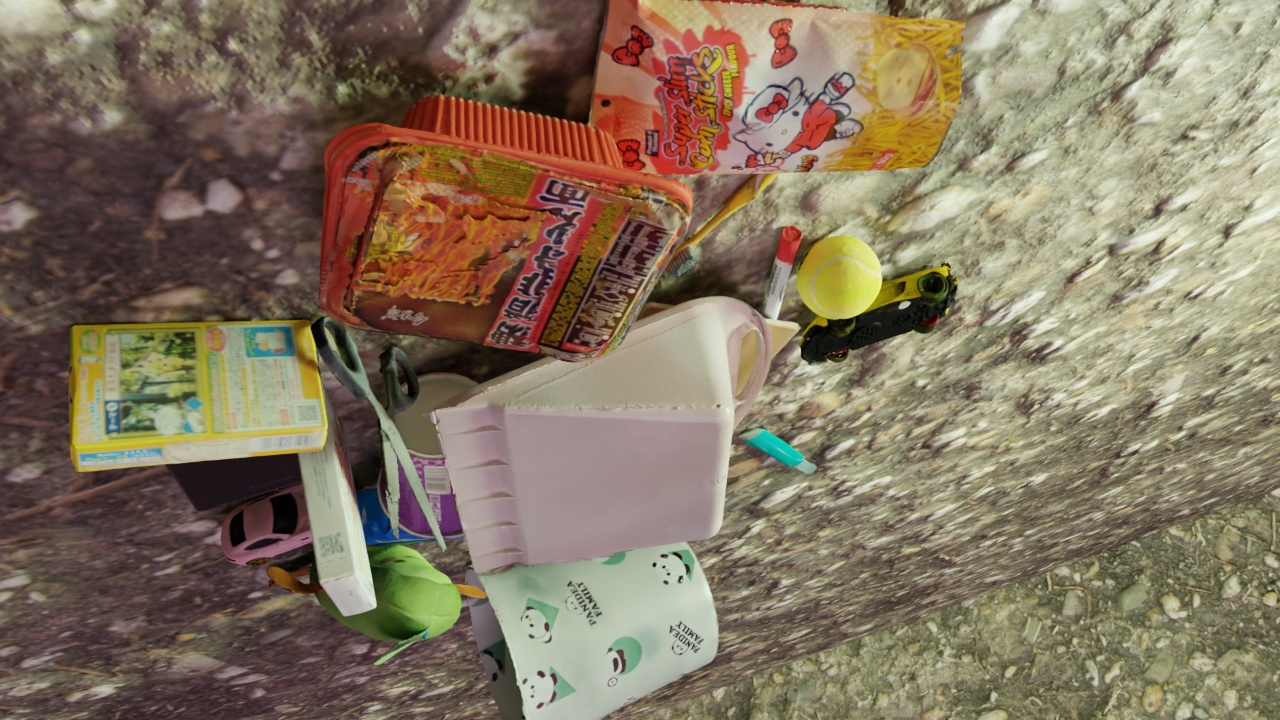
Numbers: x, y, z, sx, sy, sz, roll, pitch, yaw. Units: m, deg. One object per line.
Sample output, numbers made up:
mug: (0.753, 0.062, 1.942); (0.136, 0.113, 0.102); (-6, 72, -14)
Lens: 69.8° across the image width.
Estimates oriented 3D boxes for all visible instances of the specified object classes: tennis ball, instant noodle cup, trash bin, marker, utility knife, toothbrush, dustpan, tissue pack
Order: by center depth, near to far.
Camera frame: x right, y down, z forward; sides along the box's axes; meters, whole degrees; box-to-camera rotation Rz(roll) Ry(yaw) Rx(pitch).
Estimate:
instant noodle cup: (-0.082, -0.074, 0.516); (0.188, 0.079, 0.165); (7, 146, -20)
toothbrush: (0.080, -0.116, 0.629); (0.016, 0.018, 0.192); (10, 140, -46)
tennis ball: (0.155, -0.065, 0.718); (0.065, 0.065, 0.066); (-15, 151, -9)
instant noodle cup: (-0.156, 0.069, 0.724); (0.111, 0.111, 0.099); (-11, 141, -16)
dustpan: (-0.019, 0.052, 0.737); (0.273, 0.138, 0.223); (-2, 137, -5)
marker: (0.111, -0.059, 0.752); (0.017, 0.017, 0.145); (-14, 151, -10)
tissue pack: (-0.220, 0.138, 0.826); (0.157, 0.052, 0.094); (-15, 163, 41)
utility knife: (0.167, 0.109, 1.085); (0.029, 0.013, 0.205); (-32, 147, 18)
trash bin: (-0.058, 0.322, 1.112); (0.251, 0.229, 0.230); (-14, 152, -22)

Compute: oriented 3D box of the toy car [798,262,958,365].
toy car: (0.212, -0.041, 0.819); (0.156, 0.041, 0.071); (-21, 152, -2)

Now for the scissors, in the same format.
scissors: (-0.170, 0.041, 0.609); (0.014, 0.174, 0.159); (-32, -167, 14)

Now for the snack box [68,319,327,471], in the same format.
snack box: (-0.273, 0.018, 0.570); (0.140, 0.086, 0.034); (-2, 147, -30)

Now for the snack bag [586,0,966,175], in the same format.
snack bag: (0.072, -0.152, 0.526); (0.207, 0.073, 0.129); (-3, 149, -13)

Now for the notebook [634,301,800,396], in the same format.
notebook: (0.028, 0.021, 0.826); (0.147, 0.008, 0.208); (7, 143, -26)

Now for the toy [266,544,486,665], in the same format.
toy: (-0.252, 0.219, 0.890); (0.226, 0.090, 0.247); (11, 174, -38)

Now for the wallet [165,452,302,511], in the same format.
wallet: (-0.317, 0.079, 0.723); (0.096, 0.020, 0.122); (-11, 153, -16)

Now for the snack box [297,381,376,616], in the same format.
snack box: (-0.225, 0.099, 0.669); (0.027, 0.156, 0.085); (-13, 152, -12)

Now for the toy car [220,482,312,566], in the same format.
toy car: (-0.305, 0.136, 0.787); (0.122, 0.056, 0.037); (-22, 154, 6)
